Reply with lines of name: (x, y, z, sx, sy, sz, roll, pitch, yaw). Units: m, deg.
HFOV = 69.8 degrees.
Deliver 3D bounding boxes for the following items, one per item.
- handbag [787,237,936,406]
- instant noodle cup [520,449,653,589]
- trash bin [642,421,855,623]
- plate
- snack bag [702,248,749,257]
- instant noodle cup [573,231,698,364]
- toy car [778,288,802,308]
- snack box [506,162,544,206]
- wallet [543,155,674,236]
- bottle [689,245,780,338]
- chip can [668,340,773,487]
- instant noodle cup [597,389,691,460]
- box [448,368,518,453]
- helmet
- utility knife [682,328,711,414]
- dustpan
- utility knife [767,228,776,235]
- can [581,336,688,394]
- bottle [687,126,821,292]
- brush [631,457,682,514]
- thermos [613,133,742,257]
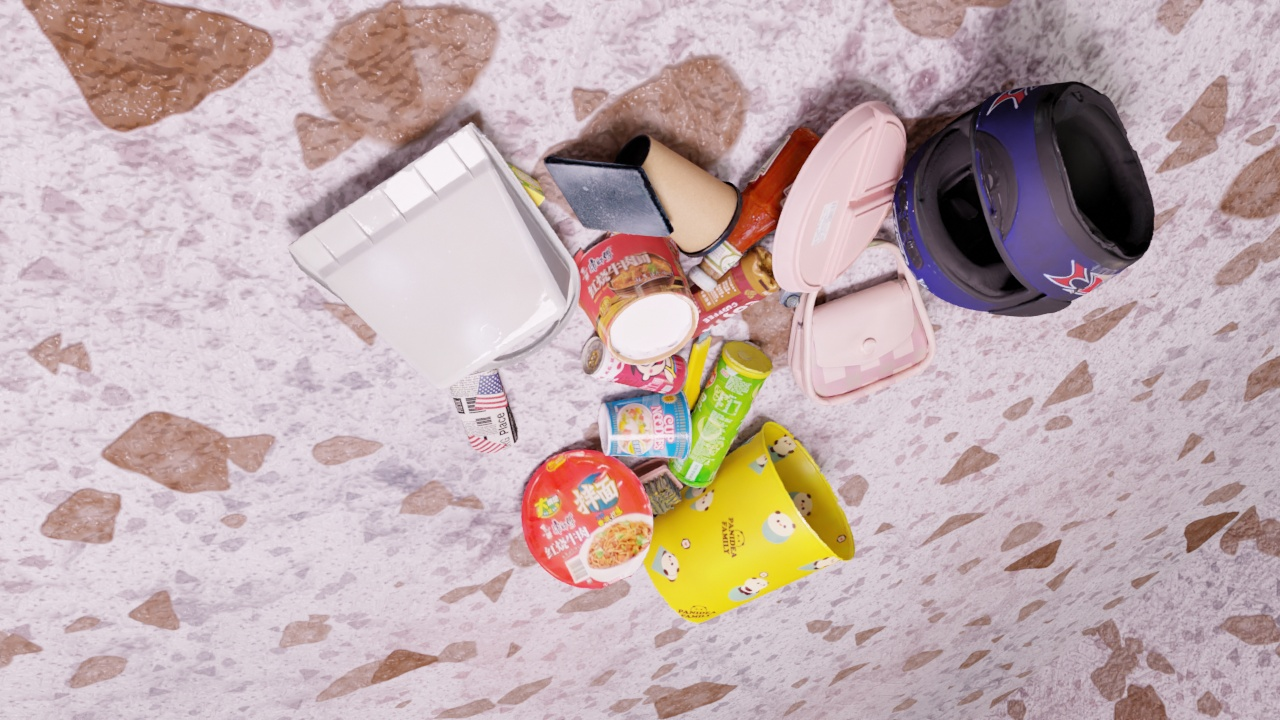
handbag: (0.289, -0.064, 1.216, 0.193, 0.093, 0.234, -20, 130, -6)
instant noodle cup: (-0.067, 0.217, 1.280, 0.194, 0.194, 0.065, -37, 170, 14)
trash bin: (0.150, 0.253, 1.375, 0.256, 0.229, 0.229, -35, 138, 20)
plate: (0.228, -0.174, 1.025, 0.228, 0.028, 0.230, -36, 146, -30)
snack bag: (0.109, -0.125, 1.095, 0.104, 0.026, 0.048, 20, 128, -40)
instant noodle cup: (-0.002, -0.068, 1.041, 0.137, 0.108, 0.138, -14, 138, -13)
toy car: (0.199, -0.107, 1.148, 0.034, 0.042, 0.091, 24, 121, -9)
snack box: (-0.175, -0.144, 0.938, 0.087, 0.033, 0.141, 25, 117, -42)
wallet: (-0.032, -0.166, 0.935, 0.019, 0.121, 0.097, -62, 144, -22)
bottle: (0.085, -0.071, 1.094, 0.175, 0.057, 0.057, -31, 142, 33)
chip can: (0.106, 0.078, 1.261, 0.072, 0.072, 0.222, 4, 127, -29)
instant noodle cup: (0.003, 0.089, 1.226, 0.110, 0.099, 0.099, -4, 135, -12)
box: (-0.194, 0.058, 1.139, 0.068, 0.051, 0.164, -24, 141, -16)
helmet: (0.400, -0.167, 1.015, 0.241, 0.247, 0.314, -19, 172, 42)
utility knife: (0.073, 0.017, 1.235, 0.033, 0.015, 0.172, -23, 143, -33)
dustpan: (-0.184, -0.087, 0.962, 0.223, 0.142, 0.258, -31, 110, 7)
utility knife: (0.158, -0.158, 1.095, 0.217, 0.013, 0.029, 1, 133, -25)
can: (-0.007, 0.007, 1.158, 0.132, 0.053, 0.053, 14, 126, -35)
bottle: (0.131, -0.163, 1.017, 0.206, 0.059, 0.059, -49, 134, 11)
brush: (-0.014, 0.199, 1.342, 0.146, 0.073, 0.063, -28, 139, 10)
thermos: (0.039, -0.174, 0.972, 0.143, 0.093, 0.093, 31, 115, -34)
